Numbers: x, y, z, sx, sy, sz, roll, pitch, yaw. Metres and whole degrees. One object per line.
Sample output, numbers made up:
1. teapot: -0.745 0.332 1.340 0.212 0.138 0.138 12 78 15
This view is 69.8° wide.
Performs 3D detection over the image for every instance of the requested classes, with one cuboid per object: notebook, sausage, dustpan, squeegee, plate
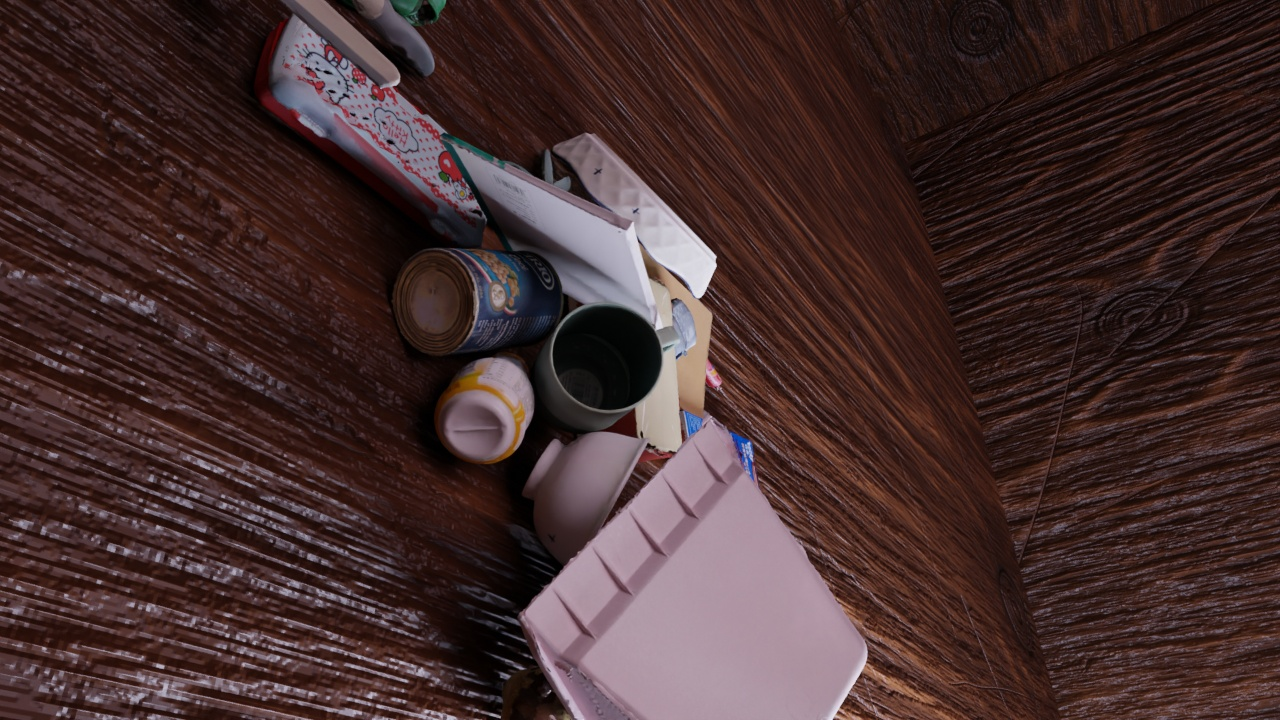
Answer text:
1. notebook: 0.012 -0.042 0.955 0.207 0.008 0.147 40 46 -40
2. sausage: 0.051 -0.022 1.031 0.156 0.020 0.020 53 30 -28
3. dustpan: 0.037 0.218 0.655 0.273 0.139 0.221 51 51 1
4. squeegee: -0.198 -0.250 0.650 0.246 0.039 0.246 41 10 9
5. plate: 0.000 -0.146 0.896 0.205 0.045 0.204 45 8 -8
6. notebook: -0.057 -0.082 0.681 0.012 0.150 0.209 -58 164 -12

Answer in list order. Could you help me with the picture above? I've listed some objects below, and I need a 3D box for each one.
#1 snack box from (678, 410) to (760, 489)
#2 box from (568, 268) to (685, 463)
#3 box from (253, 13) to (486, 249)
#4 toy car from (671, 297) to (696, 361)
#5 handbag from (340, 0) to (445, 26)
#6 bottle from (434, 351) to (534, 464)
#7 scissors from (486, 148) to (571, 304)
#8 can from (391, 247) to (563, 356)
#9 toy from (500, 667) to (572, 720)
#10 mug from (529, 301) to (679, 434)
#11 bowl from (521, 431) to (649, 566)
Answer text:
1. snack box: 0.081 0.112 0.977 0.157 0.026 0.084 27 48 -53
2. box: -0.005 0.005 0.818 0.091 0.079 0.168 22 59 -55
3. box: -0.181 -0.158 0.663 0.201 0.049 0.087 40 38 -45
4. toy car: 0.027 -0.026 0.930 0.120 0.037 0.054 -41 110 -58
5. handbag: -0.211 -0.342 0.732 0.120 0.068 0.131 10 61 -68
6. bottle: -0.105 0.028 0.653 0.063 0.063 0.108 60 13 -16
7. scissors: -0.099 -0.141 0.839 0.177 0.019 0.173 28 48 -51
8. can: -0.117 -0.044 0.668 0.111 0.075 0.075 -10 80 -62
9. toy: -0.039 0.237 0.634 0.157 0.066 0.105 29 88 -57
10. mug: -0.026 0.004 0.697 0.111 0.106 0.082 -23 83 -20
11. bowl: -0.049 0.095 0.687 0.065 0.119 0.118 29 31 3
